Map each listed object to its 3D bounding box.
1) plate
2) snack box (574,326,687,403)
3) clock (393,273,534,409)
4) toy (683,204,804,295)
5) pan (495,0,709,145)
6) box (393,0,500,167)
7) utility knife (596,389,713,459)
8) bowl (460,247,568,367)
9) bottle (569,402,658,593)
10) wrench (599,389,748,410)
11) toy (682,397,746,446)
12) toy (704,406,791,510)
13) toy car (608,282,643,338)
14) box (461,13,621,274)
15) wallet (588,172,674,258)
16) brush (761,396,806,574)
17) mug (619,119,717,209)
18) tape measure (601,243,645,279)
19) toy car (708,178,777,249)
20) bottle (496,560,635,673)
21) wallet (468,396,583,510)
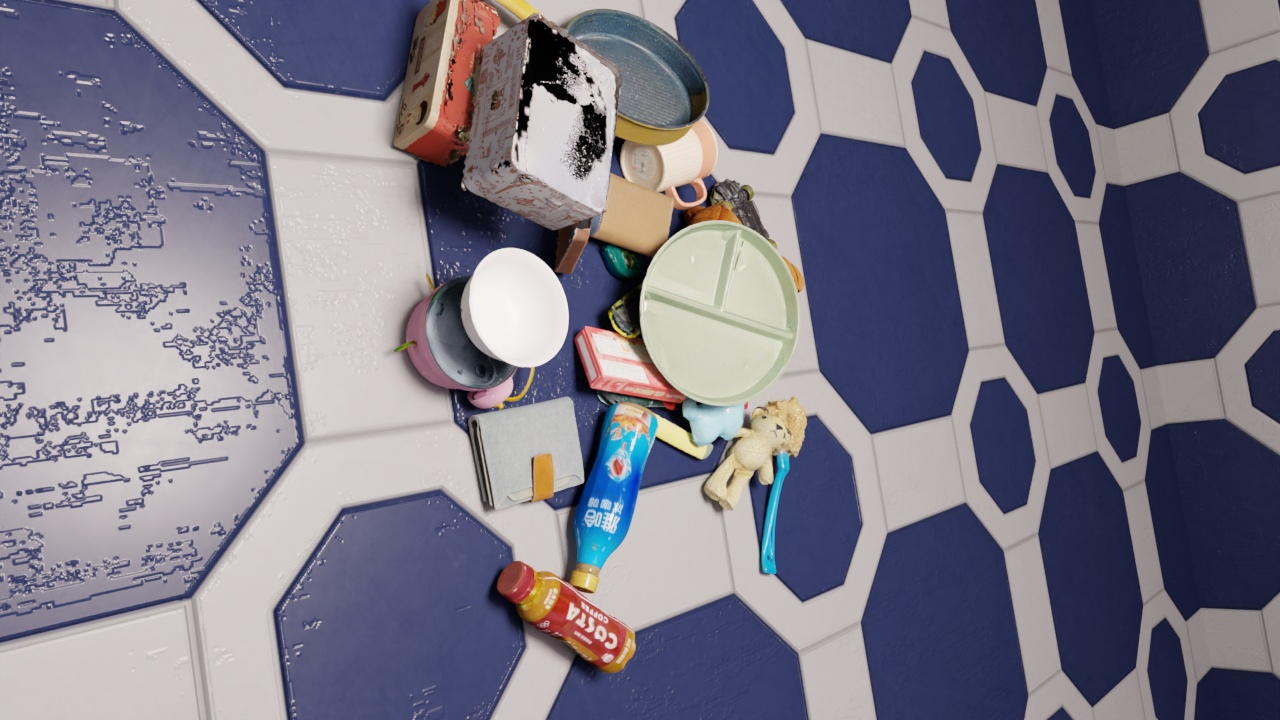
[{"bbox_3d":[0.098,-0.058,1.136,0.229,0.027,0.230,1,89,-25],"label":"plate"},{"bbox_3d":[-0.007,0.007,1.113,0.152,0.026,0.075,11,47,-42],"label":"snack box"},{"bbox_3d":[-0.171,-0.015,0.957,0.158,0.060,0.117,34,59,-33],"label":"clock"},{"bbox_3d":[0.131,-0.116,1.229,0.199,0.131,0.139,31,64,-13],"label":"toy"},{"bbox_3d":[-0.074,-0.377,1.093,0.357,0.078,0.197,13,54,-22],"label":"pan"},{"bbox_3d":[-0.195,-0.295,0.965,0.076,0.092,0.168,18,70,-38],"label":"box"},{"bbox_3d":[0.021,0.079,1.150,0.204,0.021,0.030,34,56,-37],"label":"utility knife"},{"bbox_3d":[-0.136,-0.046,0.908,0.118,0.065,0.118,13,71,-41],"label":"bowl"},{"bbox_3d":[-0.036,0.156,1.049,0.065,0.065,0.218,35,61,-34],"label":"bottle"},{"bbox_3d":[0.050,0.045,1.182,0.273,0.016,0.056,9,61,-43],"label":"wrench"},{"bbox_3d":[0.118,0.029,1.192,0.161,0.050,0.156,-7,106,-35],"label":"toy"},{"bbox_3d":[0.142,0.131,1.224,0.105,0.066,0.156,44,62,-6],"label":"toy"},{"bbox_3d":[-0.008,-0.060,1.133,0.048,0.032,0.105,52,37,-4],"label":"toy car"},{"bbox_3d":[-0.082,-0.219,0.978,0.270,0.134,0.179,50,42,-68],"label":"box"},{"bbox_3d":[-0.018,-0.180,1.128,0.115,0.033,0.090,16,71,-20],"label":"wallet"},{"bbox_3d":[0.192,0.170,1.288,0.083,0.046,0.254,22,71,-44],"label":"brush"},{"bbox_3d":[0.042,-0.251,1.190,0.105,0.082,0.114,-29,99,-42],"label":"mug"},{"bbox_3d":[-0.019,-0.130,1.148,0.058,0.025,0.054,-35,105,-41],"label":"tape measure"},{"bbox_3d":[0.149,-0.183,1.308,0.070,0.042,0.158,-41,109,-41],"label":"toy car"},{"bbox_3d":[-0.080,0.274,0.987,0.175,0.058,0.057,43,55,-29],"label":"bottle"},{"bbox_3d":[-0.118,0.101,1.000,0.129,0.037,0.106,-10,88,-44],"label":"wallet"}]
